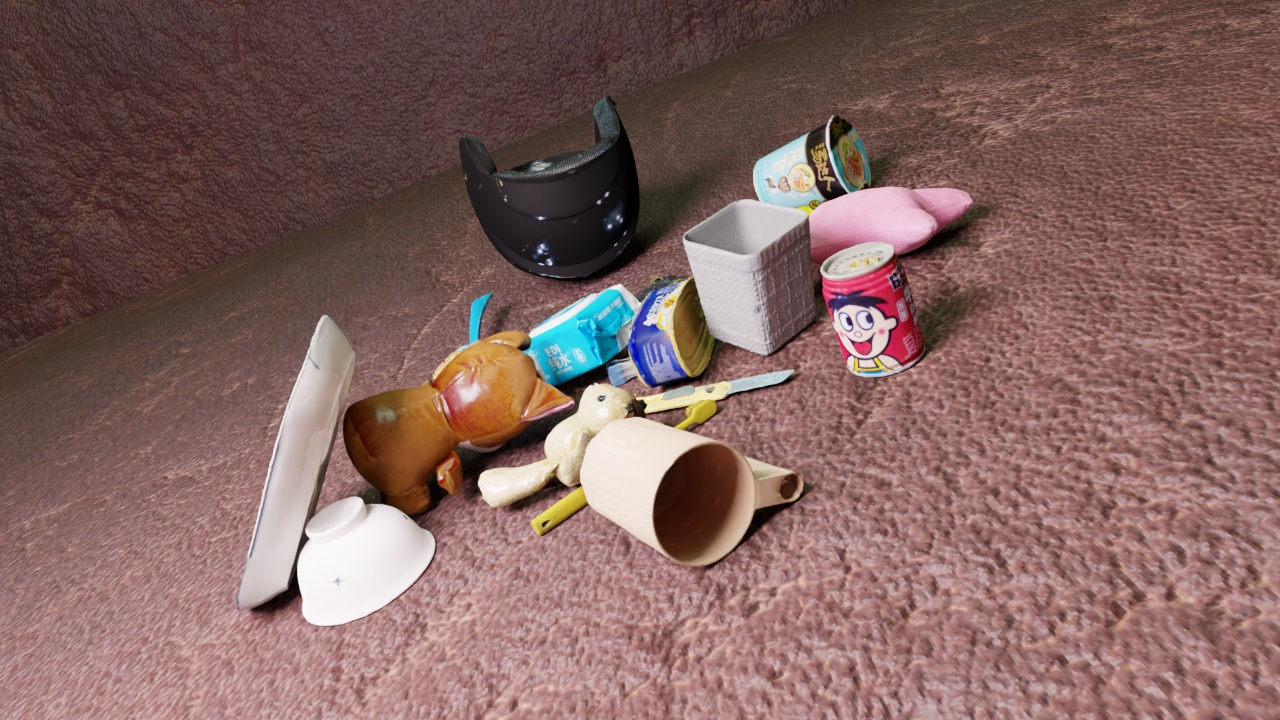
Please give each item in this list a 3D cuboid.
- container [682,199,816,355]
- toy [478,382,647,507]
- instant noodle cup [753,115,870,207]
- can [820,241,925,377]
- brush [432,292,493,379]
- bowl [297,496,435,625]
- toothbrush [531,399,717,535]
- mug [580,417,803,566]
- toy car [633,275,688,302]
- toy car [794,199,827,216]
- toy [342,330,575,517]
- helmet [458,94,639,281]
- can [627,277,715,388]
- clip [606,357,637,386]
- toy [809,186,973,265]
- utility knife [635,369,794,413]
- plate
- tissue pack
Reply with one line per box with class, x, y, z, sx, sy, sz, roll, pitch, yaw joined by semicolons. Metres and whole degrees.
container;0.107;-0.076;0.860;0.090;0.114;0.090;-36;38;-28
toy;-0.066;0.074;0.766;0.157;0.066;0.105;-32;-2;9
instant noodle cup;0.212;-0.235;1.160;0.121;0.111;0.111;-16;22;37
can;0.188;-0.042;0.747;0.066;0.094;0.066;-19;23;8
brush;-0.205;-0.029;1.138;0.083;0.046;0.254;-23;28;8
bowl;-0.236;0.152;0.752;0.118;0.065;0.118;-20;22;8
toothbrush;-0.011;0.084;0.757;0.189;0.016;0.017;-33;20;-23
mug;0.033;0.084;0.647;0.124;0.084;0.104;-7;11;-30
toy car;0.009;-0.065;1.047;0.106;0.031;0.049;-34;24;-28
toy car;0.179;-0.156;1.080;0.105;0.048;0.032;-21;67;-4
toy;-0.167;0.055;0.847;0.199;0.130;0.140;-35;57;-8
helmet;-0.117;-0.228;1.279;0.233;0.230;0.274;-16;12;-7
can;0.033;-0.028;0.891;0.049;0.074;0.147;-17;22;23
clip;-0.006;0.005;0.918;0.057;0.025;0.033;-22;27;-10
toy;0.244;-0.142;0.954;0.195;0.074;0.178;-10;15;20
utility knife;0.039;0.034;0.830;0.207;0.021;0.030;-8;32;22
plate;-0.284;0.091;0.771;0.034;0.266;0.162;16;22;-14
tissue pack;-0.067;-0.024;0.955;0.140;0.063;0.089;-22;15;45
